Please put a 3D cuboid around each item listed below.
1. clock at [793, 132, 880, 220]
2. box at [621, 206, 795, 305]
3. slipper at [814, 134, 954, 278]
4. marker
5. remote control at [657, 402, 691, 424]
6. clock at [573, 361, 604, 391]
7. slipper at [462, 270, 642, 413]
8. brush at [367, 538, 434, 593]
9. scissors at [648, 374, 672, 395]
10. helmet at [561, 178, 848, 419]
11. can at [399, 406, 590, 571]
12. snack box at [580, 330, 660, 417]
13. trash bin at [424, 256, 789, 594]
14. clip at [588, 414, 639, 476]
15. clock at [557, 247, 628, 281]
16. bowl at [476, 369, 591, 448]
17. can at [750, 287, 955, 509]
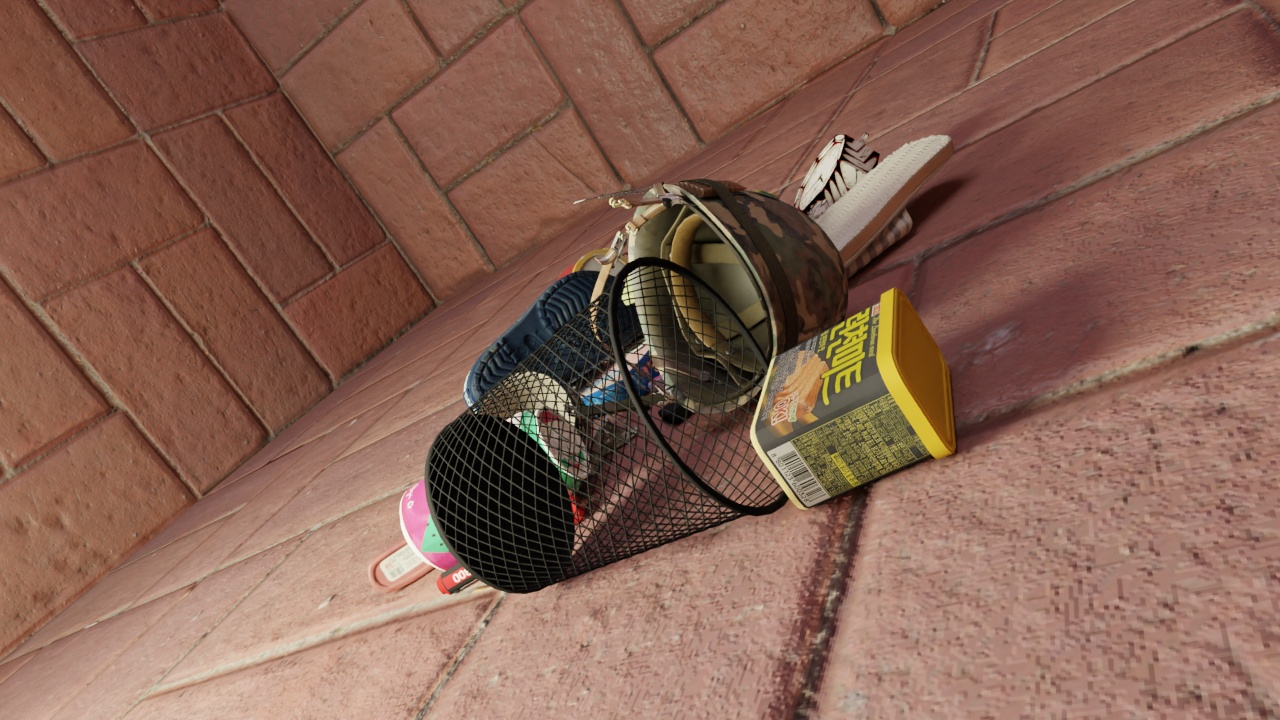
[{"bbox_3d":[0.227,-0.185,1.075,0.154,0.065,0.115,-65,9,-11],"label":"clock"},{"bbox_3d":[0.075,-0.122,1.001,0.188,0.048,0.140,-14,24,25],"label":"box"},{"bbox_3d":[0.235,-0.146,0.964,0.272,0.054,0.115,-44,17,-16],"label":"slipper"},{"bbox_3d":[-0.113,0.162,0.791,0.145,0.021,0.023,-32,44,9],"label":"marker"},{"bbox_3d":[0.082,0.011,0.870,0.150,0.013,0.034,-37,10,-12],"label":"remote control"},{"bbox_3d":[-0.089,0.028,1.136,0.091,0.044,0.122,-26,16,28],"label":"clock"},{"bbox_3d":[-0.103,-0.013,1.045,0.252,0.105,0.095,-38,-7,-33],"label":"slipper"},{"bbox_3d":[-0.189,0.172,0.903,0.172,0.041,0.030,-31,-1,1],"label":"brush"},{"bbox_3d":[0.068,-0.002,0.916,0.171,0.014,0.167,-30,7,24],"label":"scissors"},{"bbox_3d":[0.048,-0.056,0.777,0.235,0.193,0.224,-22,36,-36],"label":"helmet"},{"bbox_3d":[-0.131,0.116,0.822,0.166,0.088,0.088,-35,13,17],"label":"can"},{"bbox_3d":[-0.006,0.006,1.046,0.088,0.033,0.153,-24,17,40],"label":"snack box"},{"bbox_3d":[-0.030,0.061,0.645,0.211,0.184,0.183,-32,13,31],"label":"trash bin"},{"bbox_3d":[-0.034,0.071,0.898,0.054,0.041,0.101,-43,12,16],"label":"clip"},{"bbox_3d":[-0.057,-0.106,1.377,0.158,0.117,0.081,-37,10,-32],"label":"clock"},{"bbox_3d":[-0.098,0.069,0.897,0.116,0.115,0.059,-29,-18,18],"label":"bowl"},{"bbox_3d":[0.136,0.024,0.588,0.101,0.072,0.130,-30,14,27],"label":"can"}]
